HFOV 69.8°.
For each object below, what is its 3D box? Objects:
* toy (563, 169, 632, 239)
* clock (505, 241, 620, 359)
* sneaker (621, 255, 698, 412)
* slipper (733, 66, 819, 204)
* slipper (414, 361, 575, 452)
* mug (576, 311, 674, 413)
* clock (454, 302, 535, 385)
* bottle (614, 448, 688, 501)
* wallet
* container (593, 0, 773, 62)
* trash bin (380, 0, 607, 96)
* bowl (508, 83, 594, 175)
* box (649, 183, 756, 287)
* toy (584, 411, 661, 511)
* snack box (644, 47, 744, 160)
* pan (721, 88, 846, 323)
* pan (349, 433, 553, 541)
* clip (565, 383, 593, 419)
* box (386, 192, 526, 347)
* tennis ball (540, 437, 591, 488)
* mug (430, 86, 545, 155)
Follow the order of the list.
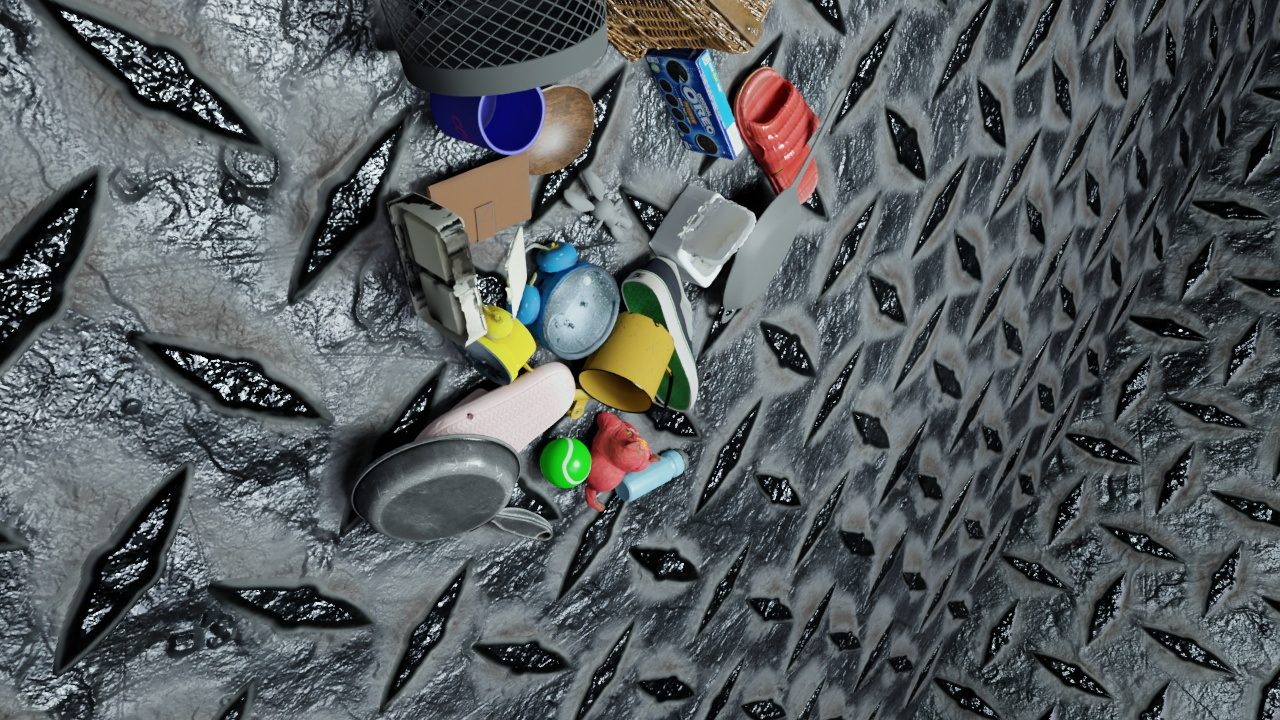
[{"bbox_3d":[-0.046,-0.181,1.091,0.049,0.030,0.111,-47,144,4],"label":"toy"},{"bbox_3d":[-0.094,-0.074,1.077,0.116,0.060,0.161,-54,137,-10],"label":"clock"},{"bbox_3d":[0.043,-0.033,1.228,0.078,0.084,0.235,-49,138,-36],"label":"sneaker"},{"bbox_3d":[0.205,-0.304,1.268,0.103,0.059,0.249,-54,140,-10],"label":"slipper"},{"bbox_3d":[-0.173,0.071,1.069,0.221,0.056,0.107,-32,134,-17],"label":"slipper"},{"bbox_3d":[-0.007,0.007,1.156,0.123,0.101,0.094,34,62,-21],"label":"mug"},{"bbox_3d":[-0.165,-0.025,1.009,0.057,0.083,0.119,-50,141,-23],"label":"clock"},{"bbox_3d":[0.021,0.163,1.335,0.129,0.040,0.040,-23,125,-37],"label":"bottle"},{"bbox_3d":[-0.168,-0.166,0.969,0.120,0.013,0.088,-29,142,-29],"label":"wallet"},{"bbox_3d":[0.062,-0.446,0.944,0.162,0.183,0.250,24,92,-51],"label":"container"},{"bbox_3d":[-0.134,-0.368,0.767,0.217,0.218,0.228,-34,136,-30],"label":"trash bin"},{"bbox_3d":[-0.102,-0.254,0.992,0.114,0.026,0.102,-25,141,-31],"label":"bowl"},{"bbox_3d":[0.099,-0.156,1.176,0.109,0.136,0.121,-58,140,-10],"label":"box"},{"bbox_3d":[-0.036,0.146,1.225,0.088,0.094,0.133,15,101,-49],"label":"toy"},{"bbox_3d":[0.068,-0.309,1.103,0.027,0.082,0.150,-51,137,-17],"label":"snack box"},{"bbox_3d":[0.203,-0.204,1.267,0.355,0.024,0.216,-64,163,17],"label":"pan"},{"bbox_3d":[-0.189,0.176,1.080,0.187,0.055,0.357,-29,146,10],"label":"pan"},{"bbox_3d":[-0.082,0.049,1.186,0.054,0.044,0.049,0,152,-47],"label":"clip"},{"bbox_3d":[-0.158,-0.082,0.904,0.070,0.186,0.144,-35,139,-31],"label":"box"},{"bbox_3d":[-0.096,0.131,1.175,0.065,0.065,0.065,-23,125,-37],"label":"tennis ball"},{"bbox_3d":[-0.143,-0.264,0.904,0.079,0.083,0.111,28,89,-50],"label":"mug"}]
